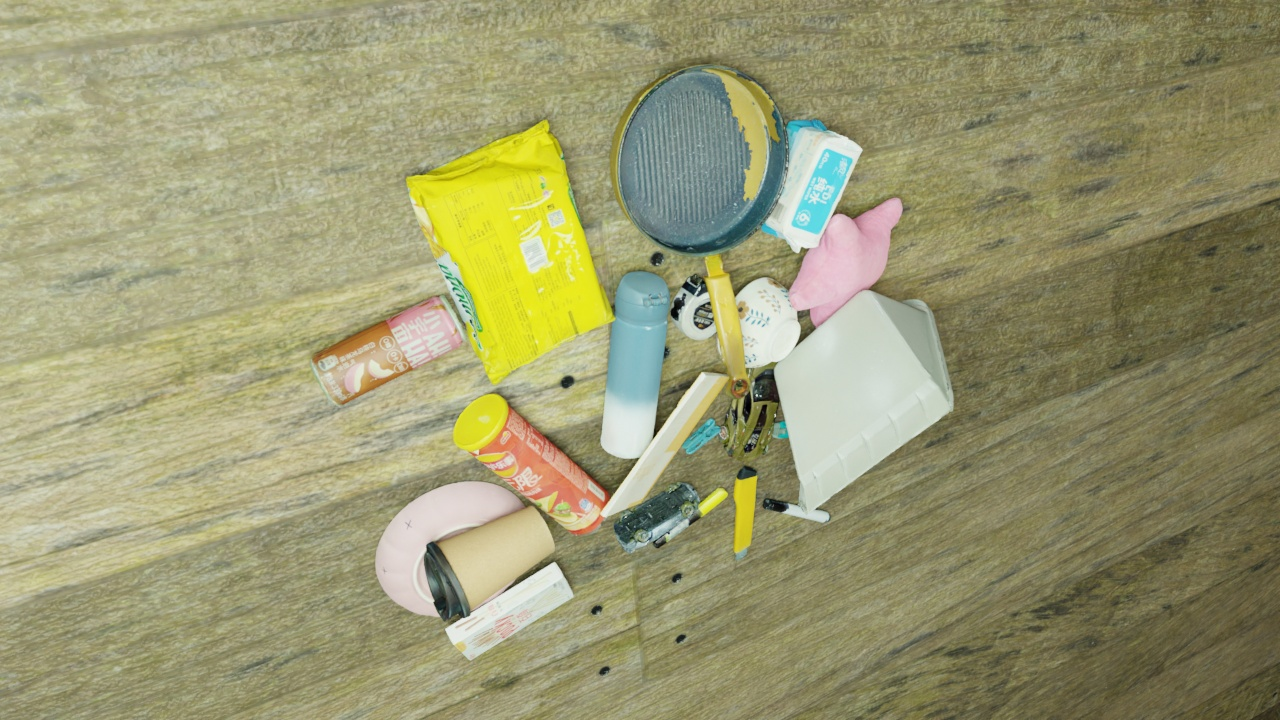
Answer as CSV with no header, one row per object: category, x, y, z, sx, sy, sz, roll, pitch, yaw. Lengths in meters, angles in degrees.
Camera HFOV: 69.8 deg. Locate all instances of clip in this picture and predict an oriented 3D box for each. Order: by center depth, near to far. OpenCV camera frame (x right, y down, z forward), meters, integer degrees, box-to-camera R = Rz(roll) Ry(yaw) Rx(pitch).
clip,0.079,0.100,1.193,0.057,0.014,0.046,-38,130,-3

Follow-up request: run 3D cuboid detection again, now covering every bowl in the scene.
bowl,0.151,-0.037,1.102,0.113,0.062,0.114,-30,138,-31

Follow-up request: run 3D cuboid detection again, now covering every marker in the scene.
marker,0.067,0.215,1.253,0.124,0.015,0.018,-38,127,-1
marker,0.230,0.220,1.339,0.130,0.022,0.018,17,102,-33

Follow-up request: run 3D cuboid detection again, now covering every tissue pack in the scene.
tissue pack,0.184,-0.198,1.030,0.063,0.090,0.140,14,109,-28

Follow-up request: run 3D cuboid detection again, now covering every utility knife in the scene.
utility knife,0.244,0.092,1.278,0.160,0.013,0.029,-3,120,-27
utility knife,0.144,0.218,1.295,0.033,0.015,0.174,-10,123,-17

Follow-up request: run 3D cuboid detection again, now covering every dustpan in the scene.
dustpan,0.278,0.032,1.105,0.142,0.257,0.223,18,132,-36

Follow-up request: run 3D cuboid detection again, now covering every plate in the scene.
plate,-0.215,0.234,1.094,0.192,0.039,0.193,-13,122,-22

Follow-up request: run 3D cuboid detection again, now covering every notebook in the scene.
notebook,0.034,0.100,1.118,0.206,0.010,0.145,-55,165,8

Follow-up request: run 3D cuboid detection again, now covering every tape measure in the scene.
tape measure,0.069,-0.059,1.083,0.065,0.033,0.066,32,96,-37

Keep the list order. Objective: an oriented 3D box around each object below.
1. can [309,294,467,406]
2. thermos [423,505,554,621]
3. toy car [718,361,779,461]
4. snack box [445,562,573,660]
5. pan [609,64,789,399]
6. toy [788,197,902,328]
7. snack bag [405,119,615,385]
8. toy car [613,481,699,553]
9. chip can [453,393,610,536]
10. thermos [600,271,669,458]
can,-0.252,-0.011,0.921,0.147,0.058,0.058,-28,127,-12
thermos,-0.173,0.224,1.034,0.143,0.093,0.093,-25,126,-24
toy car,0.149,0.059,1.191,0.070,0.042,0.158,-3,115,-28
snack box,-0.162,0.317,1.160,0.156,0.027,0.085,-30,151,-11
pan,0.078,-0.131,0.984,0.197,0.078,0.358,-14,114,-16
toy,0.240,-0.106,1.109,0.194,0.074,0.179,-24,140,-42
snack bag,-0.122,-0.105,0.933,0.158,0.068,0.247,-27,125,-13
toy car,0.023,0.204,1.197,0.120,0.054,0.037,-32,124,-11
chip can,-0.120,0.124,1.063,0.073,0.073,0.216,-44,129,0
thermos,-0.006,0.006,1.058,0.070,0.070,0.221,-8,122,-25
